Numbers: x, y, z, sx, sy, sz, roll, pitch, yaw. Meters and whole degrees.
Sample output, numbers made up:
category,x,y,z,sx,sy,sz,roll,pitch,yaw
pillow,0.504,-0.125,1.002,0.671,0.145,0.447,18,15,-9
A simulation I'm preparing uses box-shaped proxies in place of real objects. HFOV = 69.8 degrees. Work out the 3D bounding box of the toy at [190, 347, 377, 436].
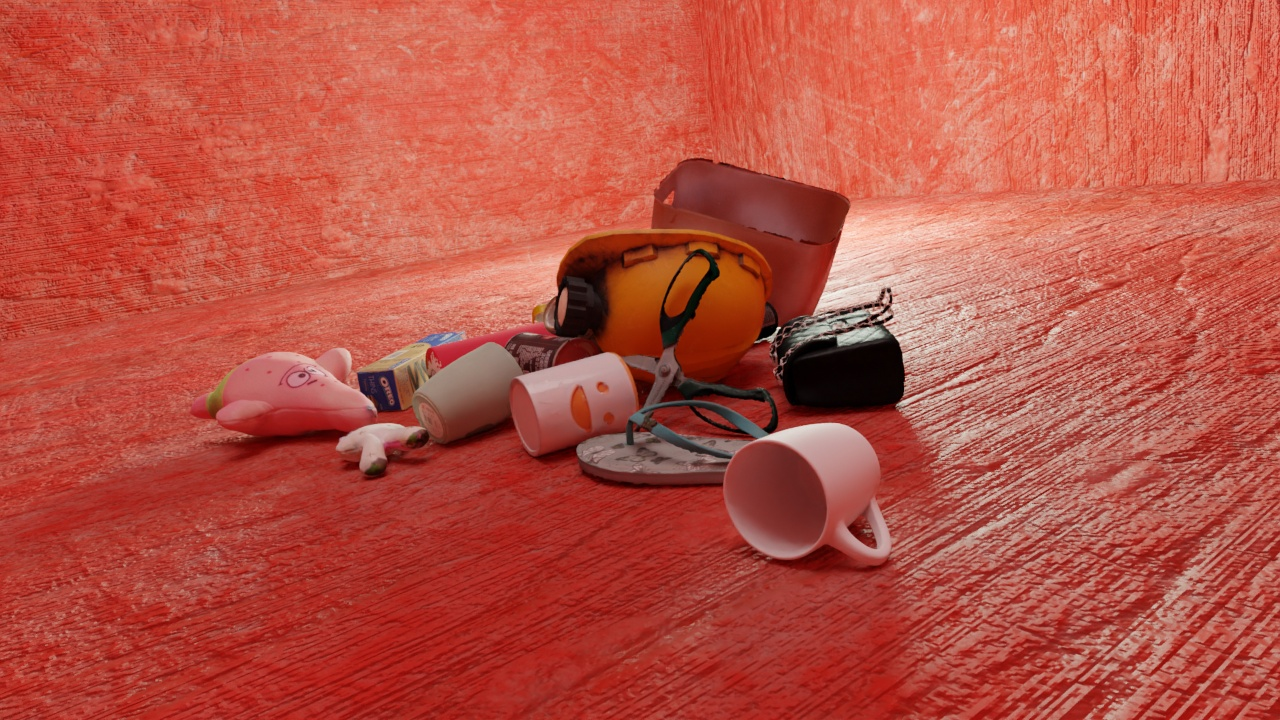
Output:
category,x,y,z,sx,sy,sz,roll,pitch,yaw
toy,-0.406,0.044,1.073,0.237,0.097,0.191,8,27,25

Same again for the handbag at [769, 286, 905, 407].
category,x,y,z,sx,sy,sz,roll,pitch,yaw
handbag,0.196,-0.018,0.949,0.125,0.115,0.153,-9,17,6

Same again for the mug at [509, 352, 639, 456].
category,x,y,z,sx,sy,sz,roll,pitch,yaw
mug,-0.066,0.043,0.903,0.105,0.082,0.082,-15,15,-25

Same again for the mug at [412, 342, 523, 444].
category,x,y,z,sx,sy,sz,roll,pitch,yaw
mug,-0.192,0.045,0.998,0.103,0.084,0.112,-32,-3,-34

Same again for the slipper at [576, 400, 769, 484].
category,x,y,z,sx,sy,sz,roll,pitch,yaw
slipper,0.059,0.070,0.786,0.269,0.055,0.098,0,18,25

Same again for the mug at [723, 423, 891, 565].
category,x,y,z,sx,sy,sz,roll,pitch,yaw
mug,0.126,0.094,0.623,0.114,0.081,0.087,39,31,28

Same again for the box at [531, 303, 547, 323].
category,x,y,z,sx,sy,sz,roll,pitch,yaw
box,-0.067,-0.068,1.458,0.210,0.070,0.067,-10,-7,-13

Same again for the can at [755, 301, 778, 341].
category,x,y,z,sx,sy,sz,roll,pitch,yaw
can,0.125,-0.043,1.220,0.137,0.054,0.054,-19,17,-39

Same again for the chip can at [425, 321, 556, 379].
category,x,y,z,sx,sy,sz,roll,pitch,yaw
chip can,-0.166,-0.008,1.205,0.220,0.069,0.069,-15,15,-29

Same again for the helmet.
category,x,y,z,sx,sy,sz,roll,pitch,yaw
helmet,0.033,-0.039,1.037,0.255,0.131,0.206,7,-34,-18

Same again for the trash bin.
category,x,y,z,sx,sy,sz,roll,pitch,yaw
trash bin,0.152,-0.167,1.325,0.260,0.158,0.181,16,36,13

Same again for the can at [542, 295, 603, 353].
category,x,y,z,sx,sy,sz,roll,pitch,yaw
can,-0.061,-0.040,1.179,0.054,0.054,0.135,6,-13,45

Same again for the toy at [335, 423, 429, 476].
category,x,y,z,sx,sy,sz,roll,pitch,yaw
toy,-0.272,0.085,0.939,0.079,0.038,0.123,-27,20,-37

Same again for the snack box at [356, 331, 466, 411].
category,x,y,z,sx,sy,sz,roll,pitch,yaw
snack box,-0.294,0.011,1.221,0.057,0.056,0.206,-5,14,17

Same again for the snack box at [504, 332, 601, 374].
category,x,y,z,sx,sy,sz,roll,pitch,yaw
snack box,-0.109,0.004,1.118,0.072,0.072,0.121,-18,15,-37

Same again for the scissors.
category,x,y,z,sx,sy,sz,roll,pitch,yaw
scissors,0.065,-0.006,0.910,0.204,0.201,0.015,23,-4,32
